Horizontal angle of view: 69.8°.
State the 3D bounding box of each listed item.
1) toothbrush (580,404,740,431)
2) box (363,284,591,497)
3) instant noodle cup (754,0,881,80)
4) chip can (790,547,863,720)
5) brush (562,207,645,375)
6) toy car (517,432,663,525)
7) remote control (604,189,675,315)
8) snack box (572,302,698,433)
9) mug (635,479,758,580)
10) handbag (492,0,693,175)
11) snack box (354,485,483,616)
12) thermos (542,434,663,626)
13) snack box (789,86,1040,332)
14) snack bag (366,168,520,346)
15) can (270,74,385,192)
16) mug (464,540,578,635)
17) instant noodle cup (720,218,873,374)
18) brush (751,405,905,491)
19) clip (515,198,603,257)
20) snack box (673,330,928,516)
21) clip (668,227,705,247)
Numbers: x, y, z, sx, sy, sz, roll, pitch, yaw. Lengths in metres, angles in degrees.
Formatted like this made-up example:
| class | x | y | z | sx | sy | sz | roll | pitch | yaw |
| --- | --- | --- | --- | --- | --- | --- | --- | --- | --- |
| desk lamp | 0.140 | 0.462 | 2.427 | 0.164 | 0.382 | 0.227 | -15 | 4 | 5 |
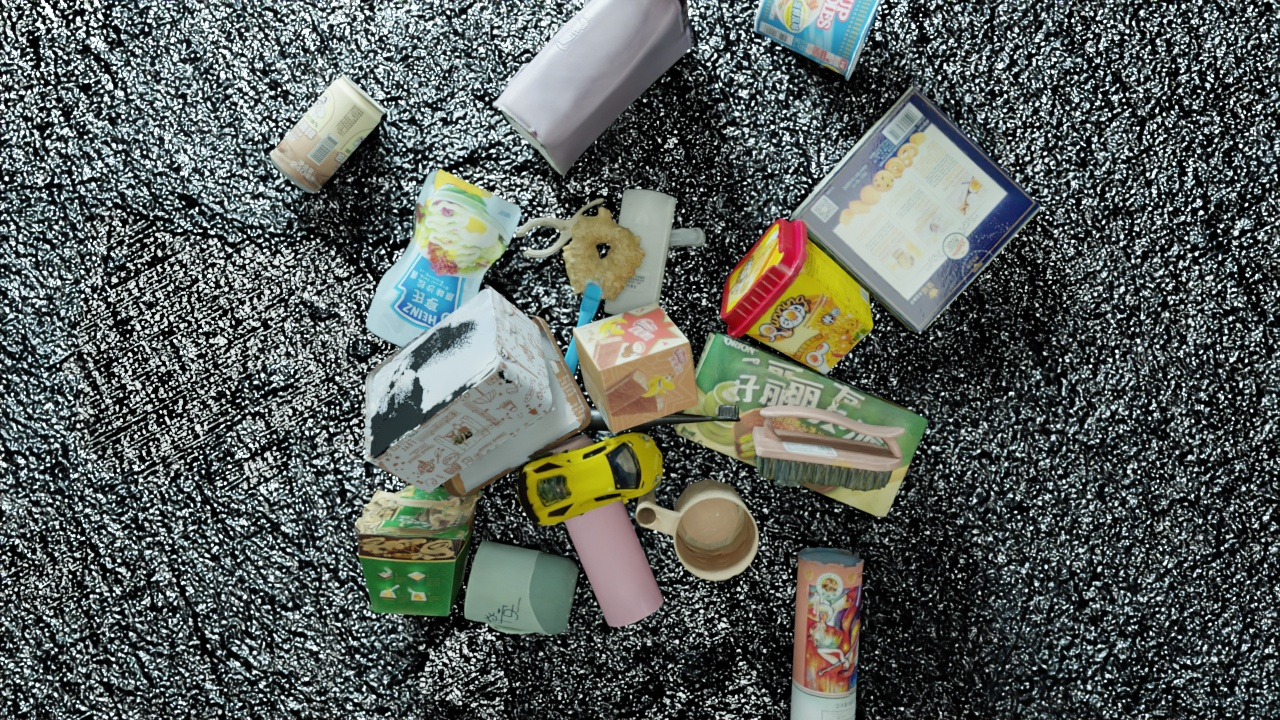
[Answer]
| class | x | y | z | sx | sy | sz | roll | pitch | yaw |
| --- | --- | --- | --- | --- | --- | --- | --- | --- | --- |
| toothbrush | -0.004 | 0.058 | 0.934 | 0.213 | 0.026 | 0.027 | -3 | 75 | 16 |
| box | -0.161 | 0.045 | 0.928 | 0.182 | 0.148 | 0.158 | -33 | 131 | 18 |
| instant noodle cup | 0.176 | -0.346 | 0.920 | 0.110 | 0.099 | 0.099 | 22 | 94 | 7 |
| chip can | 0.196 | 0.311 | 0.974 | 0.071 | 0.071 | 0.215 | 2 | 93 | 1 |
| brush | -0.063 | -0.033 | 0.957 | 0.083 | 0.045 | 0.255 | 18 | 105 | -3 |
| toy car | -0.048 | 0.115 | 0.917 | 0.155 | 0.041 | 0.071 | -14 | 87 | -17 |
| remote control | 0.000 | -0.111 | 0.966 | 0.056 | 0.019 | 0.135 | 11 | 95 | 16 |
| snack box | -0.005 | 0.005 | 0.920 | 0.094 | 0.092 | 0.077 | -18 | 123 | -12 |
| mug | 0.055 | 0.166 | 0.949 | 0.124 | 0.103 | 0.084 | 17 | 94 | 0 |
| handbag | -0.046 | -0.288 | 0.898 | 0.098 | 0.145 | 0.197 | 45 | 93 | -5 |
| snack box | -0.228 | 0.202 | 0.961 | 0.117 | 0.118 | 0.106 | 2 | 106 | 1 |
| thermos | -0.049 | 0.181 | 0.963 | 0.067 | 0.087 | 0.198 | -17 | 97 | 45 |
| snack box | 0.282 | -0.153 | 0.951 | 0.182 | 0.045 | 0.178 | 43 | 94 | -2 |
| snack bag | -0.209 | -0.097 | 0.969 | 0.110 | 0.039 | 0.191 | 25 | 97 | -6 |
| can | -0.323 | -0.233 | 0.949 | 0.058 | 0.058 | 0.116 | 42 | 94 | -2 |
| mug | -0.126 | 0.252 | 0.976 | 0.106 | 0.082 | 0.112 | 11 | 124 | -1 |
| instant noodle cup | 0.160 | -0.059 | 0.923 | 0.123 | 0.115 | 0.116 | 33 | 122 | -13 |
| brush | 0.184 | 0.086 | 0.896 | 0.145 | 0.063 | 0.073 | 7 | 105 | 1 |
| clip | -0.078 | -0.127 | 0.967 | 0.103 | 0.034 | 0.076 | -8 | 92 | -7 |
| snack box | 0.164 | 0.065 | 0.959 | 0.240 | 0.063 | 0.114 | 23 | 96 | 0 |
| clip | 0.040 | -0.130 | 0.973 | 0.056 | 0.027 | 0.024 | -3 | 92 | 11 |
